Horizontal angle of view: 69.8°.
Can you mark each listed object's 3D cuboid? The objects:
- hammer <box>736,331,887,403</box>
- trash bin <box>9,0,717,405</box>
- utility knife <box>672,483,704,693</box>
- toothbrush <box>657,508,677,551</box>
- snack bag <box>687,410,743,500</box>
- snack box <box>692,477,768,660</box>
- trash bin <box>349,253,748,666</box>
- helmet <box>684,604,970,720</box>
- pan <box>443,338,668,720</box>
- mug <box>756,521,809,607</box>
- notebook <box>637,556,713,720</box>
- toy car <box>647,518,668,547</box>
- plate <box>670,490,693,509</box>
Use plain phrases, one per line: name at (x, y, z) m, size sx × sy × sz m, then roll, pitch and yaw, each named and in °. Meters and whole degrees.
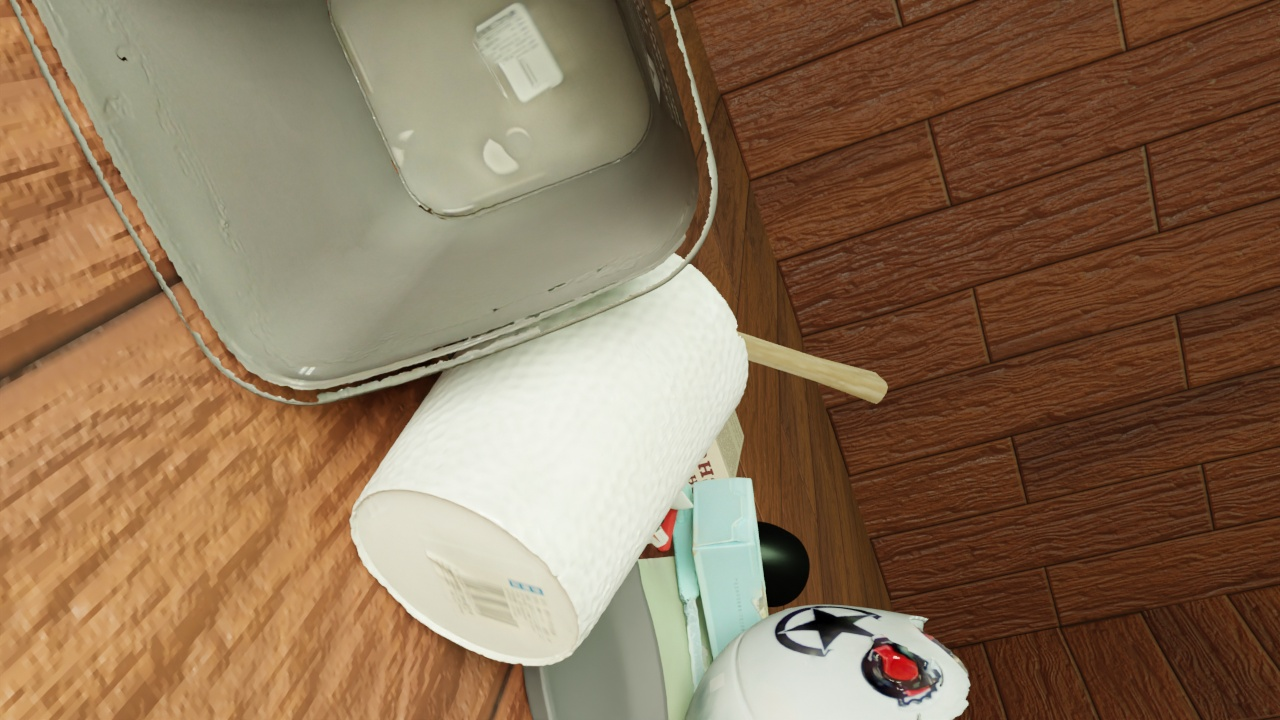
hammer at (0.121, -0.007, 0.888) m, size 0.322 × 0.051 × 0.117 m, roll 16°, pitch 23°, yaw -34°
trash bin at (-0.083, -0.125, 0.392) m, size 0.219 × 0.197 × 0.197 m, roll -84°, pitch 154°, yaw -70°
utility knife at (0.039, 0.183, 0.758) m, size 0.015 × 0.022 × 0.177 m, roll 45°, pitch 35°, yaw -56°
toothbrush at (0.044, 0.058, 0.770) m, size 0.017 × 0.012 × 0.212 m, roll 8°, pitch 96°, yaw -36°
snack bag at (0.051, 0.052, 0.893) m, size 0.206 × 0.070 × 0.094 m, roll -56°, pitch 127°, yaw -72°
snack box at (0.078, 0.186, 0.773) m, size 0.074 × 0.053 × 0.175 m, roll -86°, pitch 168°, yaw -54°
trash bin at (-0.039, 0.038, 0.414) m, size 0.160 × 0.133 × 0.133 m, roll -58°, pitch 133°, yaw -44°
helmet at (0.105, 0.279, 0.602) m, size 0.263 × 0.164 × 0.237 m, roll -64°, pitch 161°, yaw -72°
pan at (-0.049, 0.128, 0.530) m, size 0.216 × 0.024 × 0.355 m, roll -71°, pitch 142°, yaw -66°
mug at (0.106, 0.195, 0.947) m, size 0.119 × 0.085 × 0.100 m, roll 47°, pitch 11°, yaw 37°
notebook at (0.042, 0.252, 0.759) m, size 0.252 × 0.010 × 0.181 m, roll 28°, pitch 47°, yaw -69°
toy car at (-0.016, 0.102, 0.657) m, size 0.039 × 0.039 × 0.113 m, roll 55°, pitch 1°, yaw 40°
plate at (0.001, 0.081, 0.724) m, size 0.104 × 0.026 × 0.104 m, roll 53°, pitch -3°, yaw 4°
